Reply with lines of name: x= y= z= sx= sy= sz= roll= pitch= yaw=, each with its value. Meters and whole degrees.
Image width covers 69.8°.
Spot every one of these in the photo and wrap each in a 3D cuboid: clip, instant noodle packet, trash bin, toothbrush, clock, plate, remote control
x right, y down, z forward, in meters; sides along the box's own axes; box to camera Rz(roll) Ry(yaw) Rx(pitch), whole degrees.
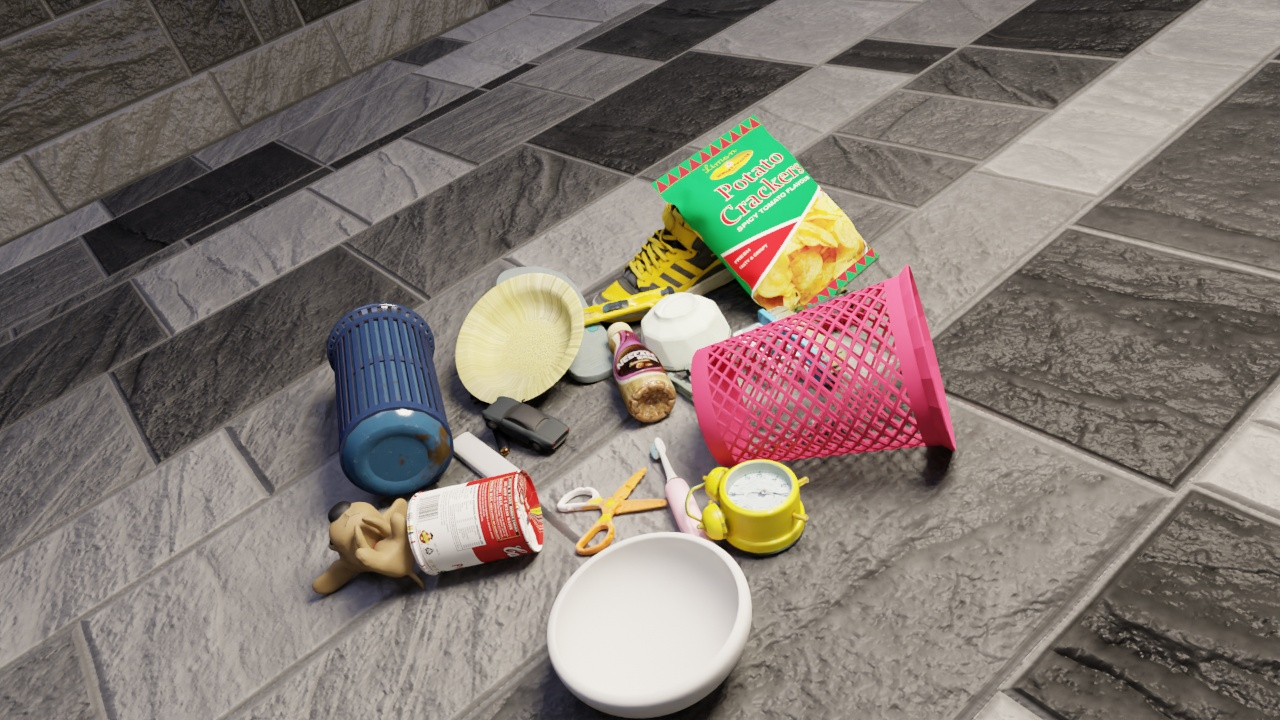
clip: x=0.067 y=0.027 z=1.082 sx=0.050 sy=0.023 sz=0.078 roll=-39 pitch=37 yaw=-24
instant noodle packet: x=0.164 y=-0.179 z=1.174 sx=0.195 sy=0.252 sz=0.090 roll=-38 pitch=-5 yaw=-25
trash bin: x=-0.310 y=0.048 z=1.133 sx=0.139 sy=0.139 sz=0.249 roll=-23 pitch=37 yaw=-6
toothbrush: x=0.044 y=0.147 z=0.928 sx=0.027 sy=0.027 sz=0.222 roll=-49 pitch=31 yaw=15
clock: x=0.102 y=0.140 z=0.880 sx=0.119 sy=0.057 sz=0.083 roll=-2 pitch=38 yaw=13
plate: x=-0.149 y=-0.023 z=1.182 sx=0.185 sy=0.036 sz=0.184 roll=-10 pitch=62 yaw=20
remote control: x=-0.183 y=0.118 z=1.084 sx=0.033 sy=0.012 sz=0.131 roll=-37 pitch=38 yaw=-24

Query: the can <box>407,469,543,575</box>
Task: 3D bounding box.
can: x=-0.169 y=0.167 z=0.946 sx=0.116 sy=0.087 sz=0.086 roll=-14 pitch=35 yaw=7

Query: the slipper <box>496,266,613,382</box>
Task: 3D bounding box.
slipper: x=-0.106 y=-0.048 z=1.253 sx=0.098 sy=0.055 sz=0.269 roll=-29 pitch=47 yaw=-19

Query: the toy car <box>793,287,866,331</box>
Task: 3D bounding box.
toy car: x=0.227 y=-0.056 z=1.107 sx=0.091 sy=0.036 sz=0.042 roll=-20 pitch=35 yaw=-3

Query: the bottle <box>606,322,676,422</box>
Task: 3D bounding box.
bottle: x=-0.007 y=0.006 z=1.110 sx=0.059 sy=0.060 sz=0.166 roll=-21 pitch=35 yaw=-4

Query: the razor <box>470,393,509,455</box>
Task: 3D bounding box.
razor: x=-0.183 y=0.070 z=1.142 sx=0.043 sy=0.022 sz=0.144 roll=-24 pitch=35 yaw=-6

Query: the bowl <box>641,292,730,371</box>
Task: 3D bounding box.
bowl: x=0.051 y=-0.046 z=1.155 sx=0.117 sy=0.061 sz=0.117 roll=-12 pitch=35 yaw=8

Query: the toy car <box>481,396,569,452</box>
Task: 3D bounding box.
toy car: x=-0.137 y=0.073 z=1.089 sx=0.112 sy=0.034 sz=0.046 roll=22 pitch=46 yaw=26

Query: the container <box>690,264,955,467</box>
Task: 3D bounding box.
container: x=0.178 y=0.023 z=0.921 sx=0.226 sy=0.183 sz=0.182 roll=-14 pitch=34 yaw=20

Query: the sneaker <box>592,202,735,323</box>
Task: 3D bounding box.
sneaker: x=0.034 y=-0.143 z=1.243 sx=0.238 sy=0.122 sz=0.086 roll=-24 pitch=34 yaw=-9

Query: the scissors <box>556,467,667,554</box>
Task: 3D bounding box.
scissors: x=-0.036 y=0.153 z=0.968 sx=0.128 sy=0.011 sz=0.125 roll=16 pitch=48 yaw=39

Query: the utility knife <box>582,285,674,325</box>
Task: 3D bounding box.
utility knife: x=-0.045 y=-0.064 z=1.208 sx=0.191 sy=0.018 sz=0.030 roll=-17 pitch=48 yaw=4

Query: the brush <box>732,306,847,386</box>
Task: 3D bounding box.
brush: x=0.171 y=-0.008 z=1.051 sx=0.075 sy=0.055 sz=0.136 roll=-24 pitch=35 yaw=-16

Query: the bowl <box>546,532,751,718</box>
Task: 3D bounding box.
bowl: x=0.012 y=0.234 z=0.787 sx=0.177 sy=0.066 sz=0.176 roll=-13 pitch=35 yaw=9

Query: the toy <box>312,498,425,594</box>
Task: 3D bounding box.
toy: x=-0.280 y=0.194 z=0.962 sx=0.108 sy=0.106 sz=0.133 roll=6 pitch=45 yaw=48
